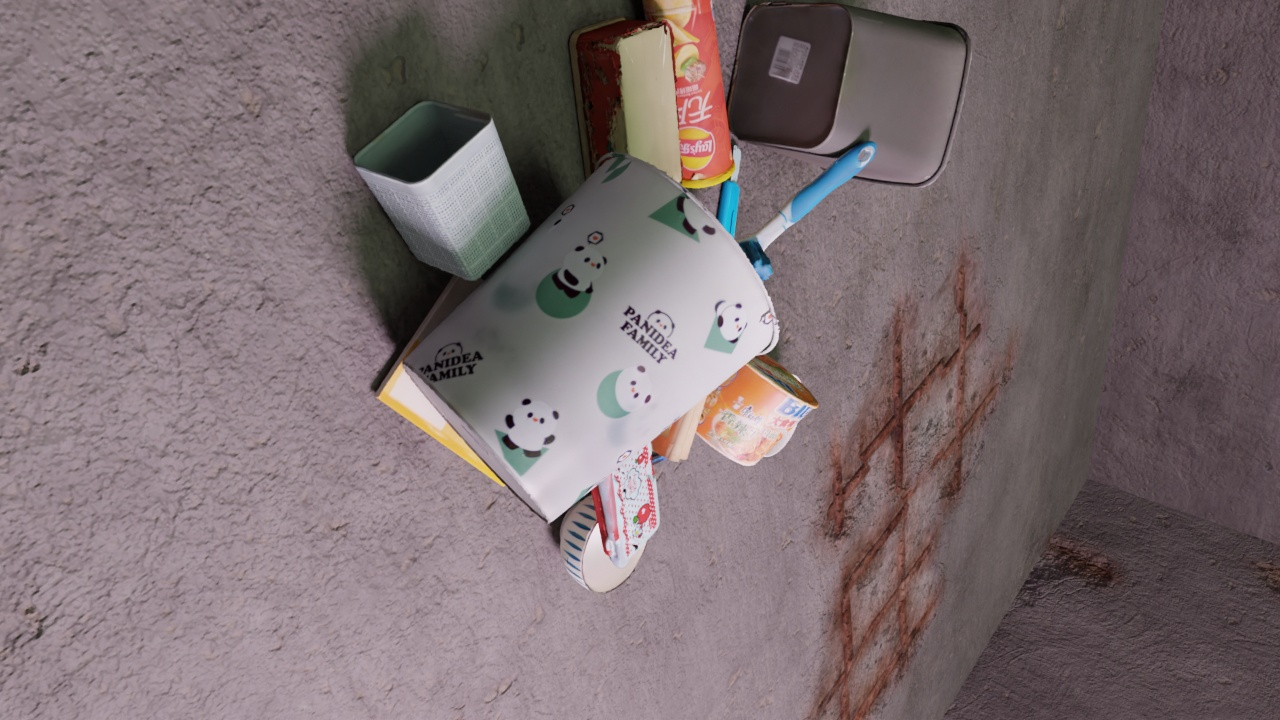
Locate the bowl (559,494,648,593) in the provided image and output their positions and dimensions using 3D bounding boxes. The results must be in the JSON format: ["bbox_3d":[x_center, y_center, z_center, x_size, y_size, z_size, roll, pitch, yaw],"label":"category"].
[{"bbox_3d":[-0.050,0.200,1.052,0.116,0.066,0.117,-26,125,-44],"label":"bowl"}]

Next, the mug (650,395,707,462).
[{"bbox_3d":[0.035,0.055,1.050,0.084,0.125,0.103,19,89,-14],"label":"mug"}]

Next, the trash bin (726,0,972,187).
[{"bbox_3d":[0.234,-0.317,1.069,0.219,0.199,0.199,-3,108,-44],"label":"trash bin"}]

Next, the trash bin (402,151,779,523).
[{"bbox_3d":[-0.048,-0.011,0.794,0.251,0.230,0.230,-43,137,-14],"label":"trash bin"}]

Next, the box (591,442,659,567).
[{"bbox_3d":[-0.017,0.127,0.946,0.086,0.047,0.201,-48,144,-38],"label":"box"}]

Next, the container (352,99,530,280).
[{"bbox_3d":[-0.154,-0.135,0.743,0.089,0.090,0.111,-50,142,-24],"label":"container"}]

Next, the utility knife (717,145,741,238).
[{"bbox_3d":[0.104,-0.166,1.110,0.034,0.018,0.186,-13,115,-48],"label":"utility knife"}]

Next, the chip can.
[{"bbox_3d":[0.049,-0.289,0.938,0.073,0.073,0.217,-41,133,-33],"label":"chip can"}]

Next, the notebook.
[{"bbox_3d":[-0.150,0.021,0.885,0.145,0.010,0.206,-59,142,-15],"label":"notebook"}]

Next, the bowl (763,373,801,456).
[{"bbox_3d":[0.165,0.066,1.258,0.118,0.065,0.118,-26,126,-42],"label":"bowl"}]

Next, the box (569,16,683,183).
[{"bbox_3d":[-0.006,-0.237,0.888,0.091,0.077,0.168,-35,131,-38],"label":"box"}]

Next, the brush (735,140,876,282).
[{"bbox_3d":[0.128,-0.124,0.987,0.315,0.109,0.060,-34,115,17],"label":"brush"}]

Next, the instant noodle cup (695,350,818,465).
[{"bbox_3d":[0.126,0.051,1.132,0.111,0.151,0.151,-53,145,13],"label":"instant noodle cup"}]

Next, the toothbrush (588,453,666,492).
[{"bbox_3d":[-0.006,0.130,1.121,0.189,0.016,0.014,-17,110,-50],"label":"toothbrush"}]
